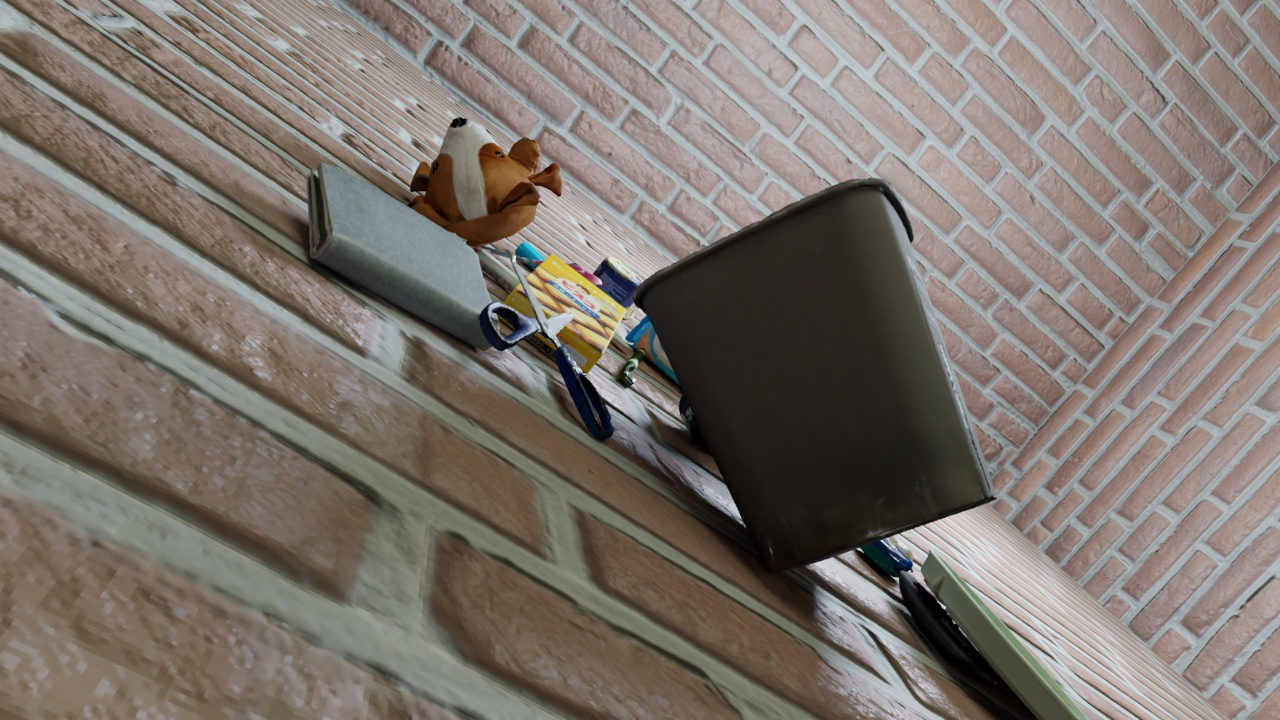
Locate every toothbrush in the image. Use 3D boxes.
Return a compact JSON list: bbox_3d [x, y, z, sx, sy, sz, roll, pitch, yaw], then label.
[{"bbox_3d":[0.249,0.169,1.061,0.189,0.020,0.029,48,-17,52],"label":"toothbrush"},{"bbox_3d":[-0.005,0.005,0.903,0.017,0.012,0.185,44,9,-1],"label":"toothbrush"}]

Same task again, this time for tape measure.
[{"bbox_3d":[0.236,0.189,0.891,0.054,0.025,0.058,41,5,28],"label":"tape measure"}]

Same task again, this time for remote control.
[{"bbox_3d":[0.253,0.227,0.770,0.053,0.024,0.136,40,9,-24],"label":"remote control"}]

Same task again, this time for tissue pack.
[{"bbox_3d":[0.061,-0.014,1.006,0.140,0.090,0.063,41,9,15],"label":"tissue pack"}]

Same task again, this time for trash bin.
[{"bbox_3d":[0.137,0.022,0.659,0.198,0.199,0.219,19,48,-64],"label":"trash bin"}]

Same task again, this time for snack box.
[{"bbox_3d":[-0.063,-0.041,0.778,0.087,0.034,0.140,37,17,-5],"label":"snack box"}]

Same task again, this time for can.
[{"bbox_3d":[-0.027,-0.095,1.188,0.074,0.049,0.148,39,9,3],"label":"can"}]

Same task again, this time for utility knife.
[{"bbox_3d":[-0.073,-0.069,0.990,0.185,0.018,0.034,44,10,22],"label":"utility knife"}]

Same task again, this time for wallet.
[{"bbox_3d":[-0.156,-0.067,0.596,0.129,0.037,0.106,31,22,-39],"label":"wallet"}]

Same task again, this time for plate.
[{"bbox_3d":[0.321,0.258,0.783,0.230,0.027,0.230,47,7,-8],"label":"plate"}]

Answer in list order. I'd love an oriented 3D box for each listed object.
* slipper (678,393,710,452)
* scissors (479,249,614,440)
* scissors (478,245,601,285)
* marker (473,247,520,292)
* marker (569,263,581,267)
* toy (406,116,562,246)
[{"bbox_3d":[0.116,0.046,0.885,0.252,0.105,0.095,11,36,-49],"label":"slipper"},{"bbox_3d":[-0.066,-0.016,0.637,0.176,0.012,0.162,59,16,19],"label":"scissors"},{"bbox_3d":[-0.106,-0.096,0.885,0.138,0.017,0.076,18,2,18],"label":"scissors"},{"bbox_3d":[-0.094,-0.053,0.828,0.145,0.017,0.017,38,9,0],"label":"marker"},{"bbox_3d":[-0.083,-0.081,0.930,0.131,0.022,0.020,-52,126,-72],"label":"marker"},{"bbox_3d":[-0.147,-0.165,0.860,0.199,0.140,0.130,-90,165,-69],"label":"toy"}]
